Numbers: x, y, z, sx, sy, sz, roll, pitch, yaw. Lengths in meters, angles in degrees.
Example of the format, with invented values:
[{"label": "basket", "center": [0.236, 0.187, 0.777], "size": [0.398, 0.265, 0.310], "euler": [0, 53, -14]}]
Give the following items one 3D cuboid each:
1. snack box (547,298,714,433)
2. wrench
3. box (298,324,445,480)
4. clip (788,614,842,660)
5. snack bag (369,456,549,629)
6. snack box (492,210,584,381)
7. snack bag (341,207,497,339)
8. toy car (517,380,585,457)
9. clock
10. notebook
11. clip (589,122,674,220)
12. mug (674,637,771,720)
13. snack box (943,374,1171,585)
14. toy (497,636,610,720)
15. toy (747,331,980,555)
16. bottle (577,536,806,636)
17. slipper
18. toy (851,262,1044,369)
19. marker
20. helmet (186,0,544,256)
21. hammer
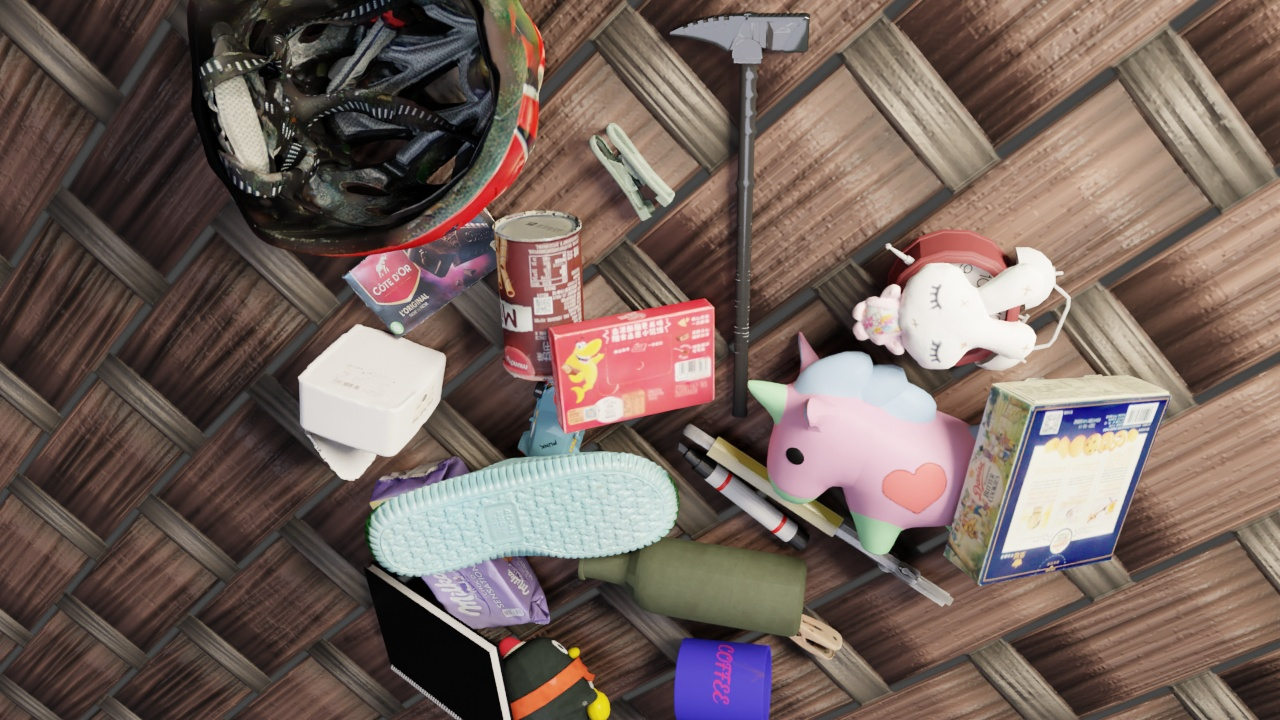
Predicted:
[{"label": "snack box", "center": [-0.004, 0.004, 0.739], "size": [0.132, 0.021, 0.089], "euler": [-11, 119, -15]}, {"label": "wrench", "center": [0.152, 0.133, 0.791], "size": [0.273, 0.083, 0.018], "euler": [33, 86, 3]}, {"label": "box", "center": [-0.243, 0.055, 0.819], "size": [0.103, 0.109, 0.130], "euler": [17, 120, 6]}, {"label": "clip", "center": [0.164, 0.259, 0.874], "size": [0.062, 0.025, 0.047], "euler": [4, 115, 21]}, {"label": "snack bag", "center": [-0.172, 0.184, 0.901], "size": [0.096, 0.058, 0.205], "euler": [-16, 116, 25]}, {"label": "snack box", "center": [-0.080, -0.052, 0.738], "size": [0.072, 0.072, 0.121], "euler": [5, 119, 12]}, {"label": "snack bag", "center": [-0.181, -0.082, 0.780], "size": [0.156, 0.018, 0.074], "euler": [-31, 107, 29]}, {"label": "toy car", "center": [-0.076, 0.061, 0.824], "size": [0.060, 0.027, 0.108], "euler": [21, 121, 3]}, {"label": "clock", "center": [0.239, -0.043, 0.672], "size": [0.138, 0.048, 0.096], "euler": [14, 121, 8]}, {"label": "notebook", "center": [-0.207, 0.308, 0.947], "size": [0.207, 0.016, 0.149], "euler": [19, 126, 38]}, {"label": "clip", "center": [-0.008, -0.144, 0.697], "size": [0.047, 0.023, 0.076], "euler": [-31, 109, 25]}, {"label": "mug", "center": [0.085, 0.323, 0.904], "size": [0.084, 0.079, 0.111], "euler": [1, 146, 14]}, {"label": "snack box", "center": [0.304, 0.085, 0.673], "size": [0.144, 0.042, 0.145], "euler": [-2, 113, -26]}, {"label": "toy", "center": [-0.101, 0.334, 0.946], "size": [0.119, 0.099, 0.098], "euler": [59, 163, 7]}, {"label": "toy", "center": [0.199, 0.066, 0.714], "size": [0.222, 0.119, 0.171], "euler": [-4, 120, 9]}, {"label": "bottle", "center": [0.046, 0.202, 0.845], "size": [0.207, 0.071, 0.071], "euler": [7, 119, 11]}, {"label": "slipper", "center": [-0.104, 0.129, 0.818], "size": [0.276, 0.069, 0.116], "euler": [-9, 123, -5]}, {"label": "toy", "center": [0.211, -0.030, 0.635], "size": [0.125, 0.037, 0.076], "euler": [-1, 114, 12]}, {"label": "marker", "center": [0.090, 0.119, 0.817], "size": [0.145, 0.019, 0.019], "euler": [38, 120, -8]}, {"label": "helmet", "center": [-0.180, -0.186, 0.633], "size": [0.272, 0.166, 0.217], "euler": [-7, 102, 25]}, {"label": "hammer", "center": [0.073, -0.096, 0.707], "size": [0.095, 0.015, 0.325], "euler": [5, 120, 12]}]
